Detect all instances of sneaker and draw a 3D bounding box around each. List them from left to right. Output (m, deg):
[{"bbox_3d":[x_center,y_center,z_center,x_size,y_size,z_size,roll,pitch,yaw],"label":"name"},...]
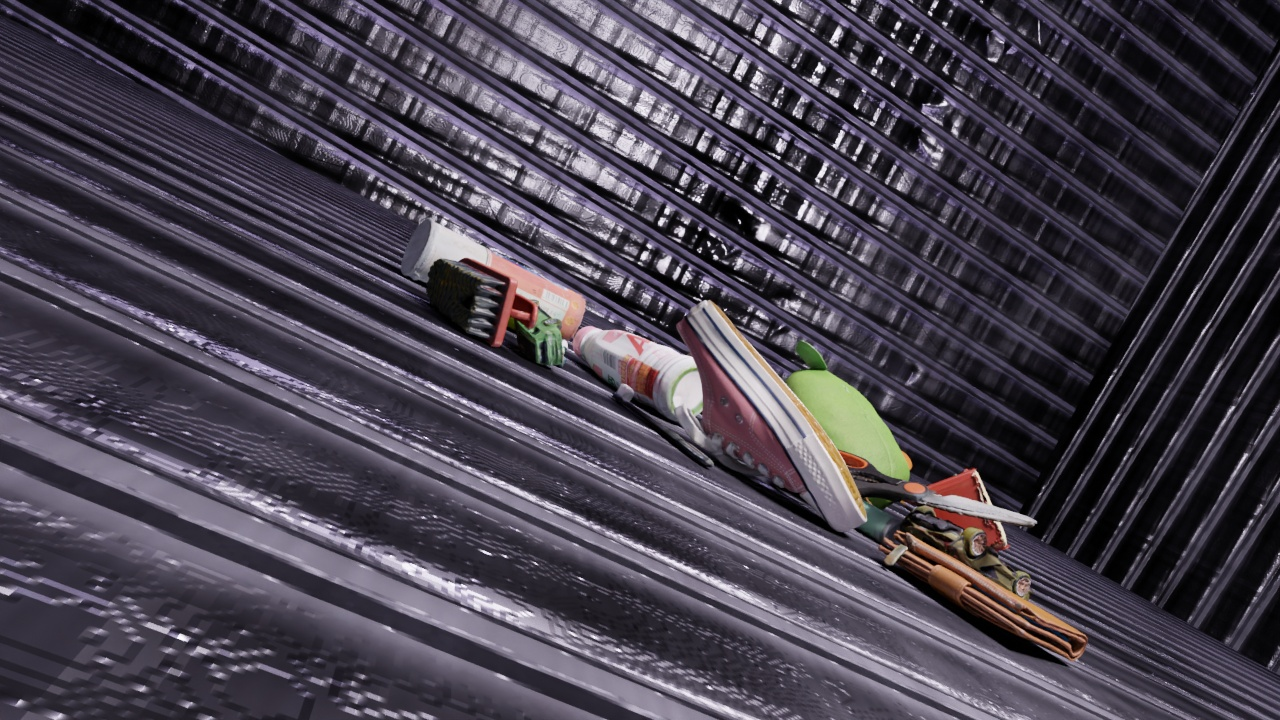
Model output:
[{"bbox_3d":[0.098,0.059,0.801,0.241,0.088,0.118,53,11,19],"label":"sneaker"}]

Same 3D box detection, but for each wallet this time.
[{"bbox_3d":[0.254,0.173,0.692,0.119,0.035,0.131,25,3,-39],"label":"wallet"}]

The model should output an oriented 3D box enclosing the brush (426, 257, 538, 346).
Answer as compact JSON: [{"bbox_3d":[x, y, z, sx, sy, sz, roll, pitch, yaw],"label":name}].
[{"bbox_3d":[-0.151,-0.060,0.864,0.069,0.063,0.146,11,10,-33],"label":"brush"}]

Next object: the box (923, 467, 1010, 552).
[{"bbox_3d":[0.347,0.162,0.965,0.168,0.079,0.091,18,51,-68],"label":"box"}]

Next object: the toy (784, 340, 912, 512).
[{"bbox_3d":[0.223,0.093,0.995,0.226,0.090,0.246,21,31,-34],"label":"toy"}]

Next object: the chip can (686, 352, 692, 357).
[{"bbox_3d":[0.152,0.054,1.259,0.210,0.071,0.071,19,6,-18],"label":"chip can"}]

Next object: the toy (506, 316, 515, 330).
[{"bbox_3d":[-0.139,-0.049,1.043,0.100,0.031,0.097,20,-9,-3],"label":"toy"}]

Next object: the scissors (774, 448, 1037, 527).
[{"bbox_3d":[0.224,0.124,0.811,0.136,0.022,0.235,-17,25,-34],"label":"scissors"}]

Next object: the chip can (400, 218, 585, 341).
[{"bbox_3d":[-0.170,-0.090,1.089,0.214,0.071,0.071,25,4,-30],"label":"chip can"}]

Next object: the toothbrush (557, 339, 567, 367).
[{"bbox_3d":[-0.086,-0.009,1.004,0.018,0.016,0.191,37,3,-5],"label":"toothbrush"}]

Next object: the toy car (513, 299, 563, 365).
[{"bbox_3d":[-0.100,-0.026,0.880,0.036,0.043,0.091,-14,29,-21],"label":"toy car"}]

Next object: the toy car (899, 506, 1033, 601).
[{"bbox_3d":[0.296,0.180,0.826,0.158,0.042,0.070,37,-9,-29],"label":"toy car"}]

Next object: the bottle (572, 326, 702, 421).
[{"bbox_3d":[-0.006,0.006,1.002,0.068,0.068,0.197,24,0,-40],"label":"bottle"}]

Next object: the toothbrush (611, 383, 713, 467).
[{"bbox_3d":[0.018,0.056,0.814,0.015,0.018,0.181,34,1,-32],"label":"toothbrush"}]

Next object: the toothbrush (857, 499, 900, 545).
[{"bbox_3d":[0.158,0.116,0.901,0.027,0.026,0.225,12,13,-45],"label":"toothbrush"}]
